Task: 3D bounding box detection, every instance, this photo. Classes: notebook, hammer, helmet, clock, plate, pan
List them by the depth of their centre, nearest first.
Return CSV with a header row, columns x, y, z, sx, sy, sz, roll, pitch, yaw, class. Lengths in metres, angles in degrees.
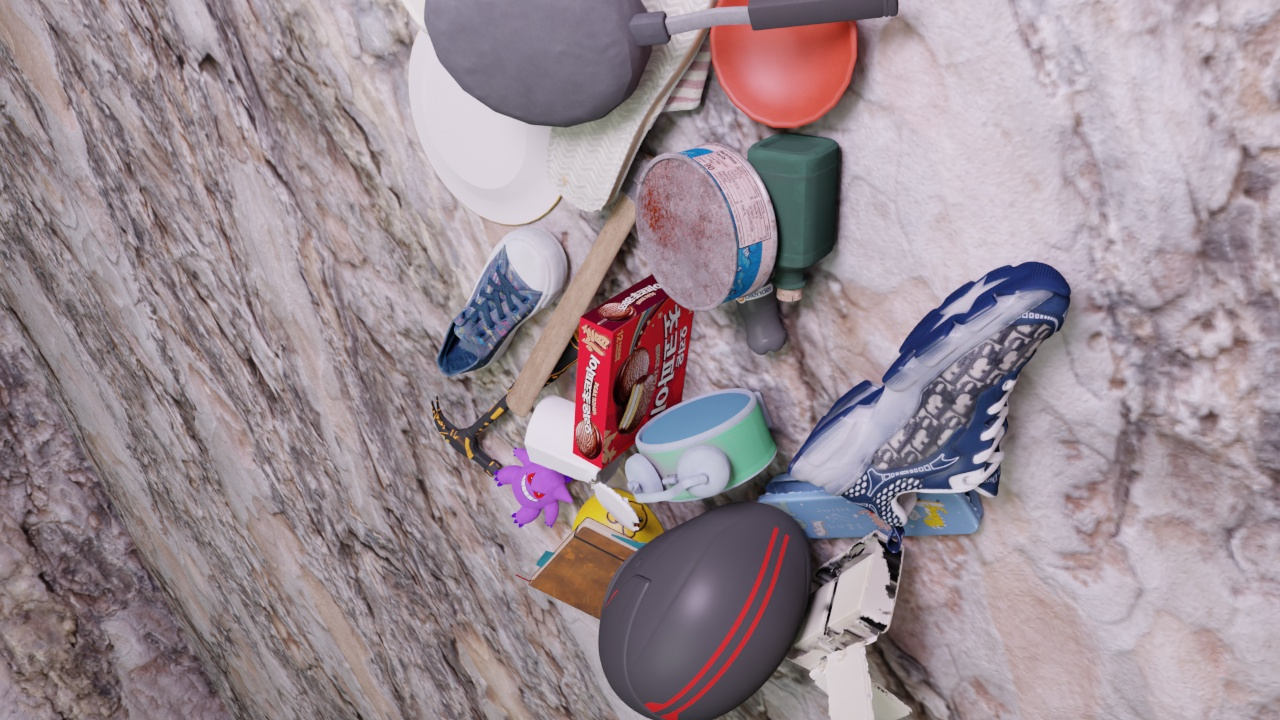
x,y,z,sx,sy,sz,roll,pitch,yaw,class
0.002,-0.240,0.669,0.358,0.041,0.179,1,150,20,pan
0.052,0.089,0.846,0.122,0.161,0.075,-12,106,38,clock
0.058,0.249,0.881,0.164,0.170,0.265,35,98,-11,helmet
-0.059,-0.064,0.914,0.119,0.030,0.332,43,126,16,hammer
-0.161,-0.246,0.929,0.230,0.021,0.230,20,126,30,plate
0.004,0.257,1.017,0.249,0.014,0.179,29,136,-10,notebook
-0.149,0.039,1.074,0.123,0.036,0.322,44,136,-7,hammer

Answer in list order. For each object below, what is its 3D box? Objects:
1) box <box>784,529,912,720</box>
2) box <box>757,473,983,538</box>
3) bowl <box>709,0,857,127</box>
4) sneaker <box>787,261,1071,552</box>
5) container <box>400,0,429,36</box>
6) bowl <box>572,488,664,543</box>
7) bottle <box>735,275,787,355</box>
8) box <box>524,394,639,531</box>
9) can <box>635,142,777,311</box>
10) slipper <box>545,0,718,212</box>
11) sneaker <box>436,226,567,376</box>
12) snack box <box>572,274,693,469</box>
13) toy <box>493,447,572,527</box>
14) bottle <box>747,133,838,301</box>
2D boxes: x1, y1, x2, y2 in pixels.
x,y,z,sx,sy,sz,roll,pitch,yaw,class
0.201,0.261,0.835,0.095,0.185,0.146,11,147,-16,box
0.201,0.137,0.834,0.210,0.049,0.066,-10,110,43,box
0.113,-0.241,0.693,0.122,0.035,0.122,20,126,30,bowl
0.239,0.044,0.704,0.132,0.103,0.270,43,128,5,sneaker
-0.148,-0.387,0.750,0.246,0.142,0.185,57,149,-3,container
-0.034,0.214,1.061,0.117,0.067,0.117,20,126,30,bowl
0.100,-0.060,0.809,0.036,0.036,0.110,-2,113,41,bottle
-0.053,0.109,0.987,0.162,0.111,0.085,18,144,17,box
0.051,-0.108,0.746,0.130,0.044,0.130,37,137,43,can
-0.003,-0.242,0.777,0.115,0.052,0.264,42,129,14,slipper
-0.163,-0.059,1.001,0.087,0.079,0.236,50,136,5,sneaker
-0.005,0.005,0.867,0.036,0.132,0.152,26,129,27,snack box
-0.121,0.149,1.107,0.088,0.055,0.106,-30,84,42,toy
0.122,-0.111,0.743,0.061,0.061,0.131,18,125,34,bottle
